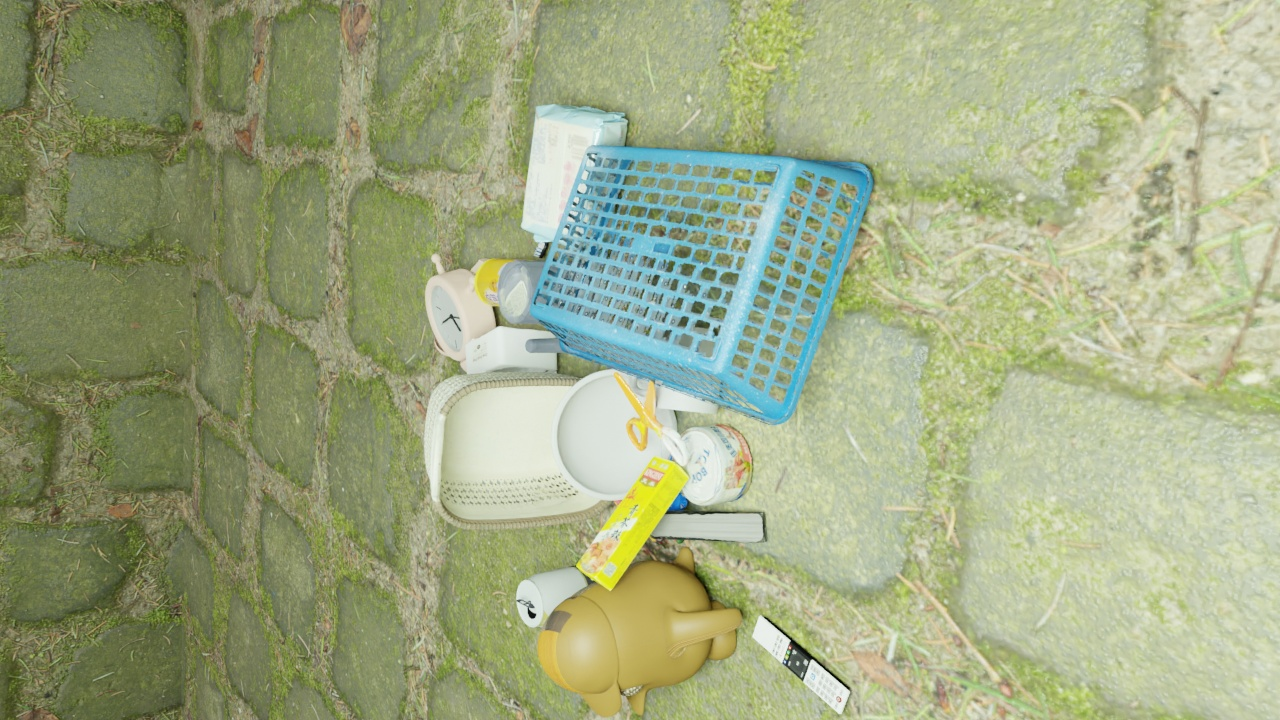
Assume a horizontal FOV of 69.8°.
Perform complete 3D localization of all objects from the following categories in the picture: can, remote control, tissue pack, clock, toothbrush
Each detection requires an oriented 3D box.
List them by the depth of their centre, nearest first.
[{"bbox_3d":[0.162,0.305,0.927,0.124,0.011,0.028,34,118,44],"label":"remote control"},{"bbox_3d":[0.070,0.179,0.992,0.137,0.013,0.033,-4,90,27],"label":"remote control"},{"bbox_3d":[0.077,0.113,0.992,0.086,0.043,0.086,6,97,52],"label":"can"},{"bbox_3d":[-0.081,-0.220,1.127,0.112,0.069,0.182,21,111,31],"label":"tissue pack"},{"bbox_3d":[-0.097,0.293,1.146,0.064,0.127,0.064,5,96,50],"label":"can"},{"bbox_3d":[-0.102,-0.200,1.205,0.168,0.014,0.014,-58,18,35],"label":"toothbrush"},{"bbox_3d":[-0.174,-0.105,1.256,0.105,0.067,0.067,8,99,49],"label":"can"},{"bbox_3d":[-0.259,-0.068,1.365,0.131,0.086,0.161,29,124,45],"label":"clock"}]

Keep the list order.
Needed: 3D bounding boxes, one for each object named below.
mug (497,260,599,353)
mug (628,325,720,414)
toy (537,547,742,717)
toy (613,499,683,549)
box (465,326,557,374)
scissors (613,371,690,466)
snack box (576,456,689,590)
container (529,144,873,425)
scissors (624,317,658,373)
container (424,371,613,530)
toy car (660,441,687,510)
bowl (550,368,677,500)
[{"bbox_3d":[-0.111,-0.067,1.156,0.084,0.103,0.124,-28,71,46],"label":"mug"},{"bbox_3d":[0.037,0.008,1.000,0.107,0.071,0.089,5,88,27],"label":"mug"},{"bbox_3d":[-0.012,0.300,0.987,0.199,0.203,0.162,-18,79,49],"label":"toy"},{"bbox_3d":[0.001,0.181,1.074,0.046,0.084,0.103,-51,45,-3],"label":"toy"},{"bbox_3d":[-0.161,0.036,1.237,0.109,0.125,0.136,-19,69,50],"label":"box"},{"bbox_3d":[0.013,0.067,0.984,0.127,0.011,0.125,38,147,26],"label":"scissors"},{"bbox_3d":[-0.008,0.171,0.974,0.040,0.029,0.147,13,62,54],"label":"snack box"},{"bbox_3d":[0.032,-0.104,0.937,0.363,0.089,0.257,18,88,48],"label":"container"},{"bbox_3d":[-0.002,0.015,1.100,0.174,0.014,0.141,-4,94,51],"label":"scissors"},{"bbox_3d":[-0.145,0.098,1.110,0.143,0.245,0.185,29,115,60],"label":"container"},{"bbox_3d":[0.029,0.125,1.031,0.033,0.061,0.092,15,90,49],"label":"toy car"},{"bbox_3d":[-0.034,0.084,1.056,0.043,0.149,0.149,-174,82,-72],"label":"bowl"}]
